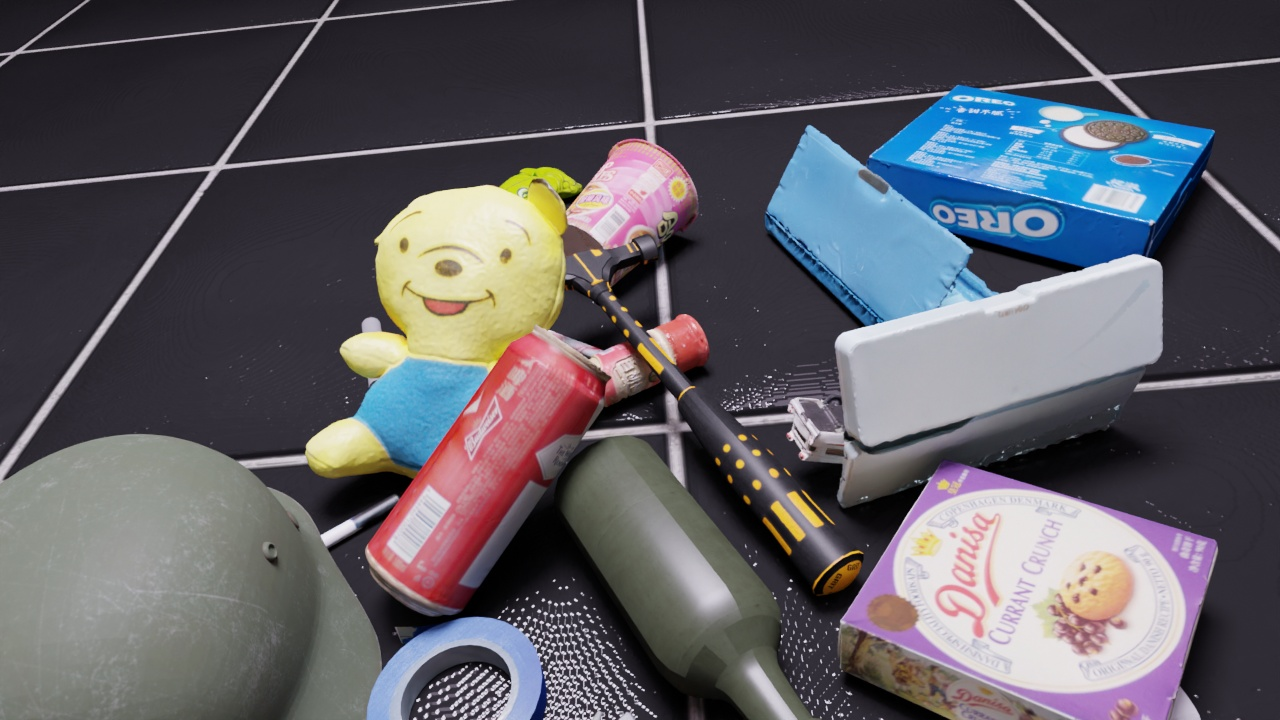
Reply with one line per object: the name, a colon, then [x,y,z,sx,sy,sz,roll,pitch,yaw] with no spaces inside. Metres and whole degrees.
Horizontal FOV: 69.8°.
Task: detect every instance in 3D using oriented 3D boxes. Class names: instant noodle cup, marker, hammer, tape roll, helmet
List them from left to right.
helmet: [-0.265,0.131,0.465,0.227,0.154,0.267,-11,39,-4]
marker: [-0.220,0.126,0.579,0.151,0.011,0.011,-30,44,-26]
marker: [-0.205,0.009,0.715,0.016,0.016,0.140,-15,40,-10]
tape roll: [-0.097,0.181,0.487,0.091,0.016,0.092,-4,39,4]
marker: [-0.067,-0.017,0.729,0.142,0.013,0.012,21,46,30]
instant noodle cup: [-0.020,-0.121,0.792,0.098,0.098,0.108,21,54,30]
hammer: [0.029,0.025,0.603,0.123,0.036,0.320,-25,52,-18]

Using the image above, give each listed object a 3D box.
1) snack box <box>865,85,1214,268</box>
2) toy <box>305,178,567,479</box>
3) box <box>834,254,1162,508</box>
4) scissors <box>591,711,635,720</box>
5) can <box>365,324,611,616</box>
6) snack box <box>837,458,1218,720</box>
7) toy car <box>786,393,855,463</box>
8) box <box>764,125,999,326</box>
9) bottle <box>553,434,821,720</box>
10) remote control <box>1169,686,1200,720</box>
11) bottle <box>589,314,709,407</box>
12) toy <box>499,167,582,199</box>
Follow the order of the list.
snack box: [0.348,-0.168,0.811,0.239,0.056,0.195,22,45,32]
toy: [-0.126,-0.017,0.618,0.149,0.084,0.214,9,84,7]
box: [0.211,0.018,0.543,0.197,0.136,0.049,-14,37,-8]
scissors: [-0.008,0.231,0.411,0.153,0.019,0.127,27,48,37]
can: [-0.087,0.063,0.533,0.067,0.067,0.170,32,86,38]
snack box: [0.199,0.127,0.474,0.148,0.041,0.143,16,40,32]
toy car: [0.147,0.049,0.589,0.113,0.039,0.039,8,33,-25]
box: [0.187,-0.102,0.723,0.094,0.102,0.231,-18,40,-12]
bottle: [0.025,0.125,0.494,0.071,0.071,0.207,-23,42,-18]
remote control: [0.204,0.179,0.446,0.131,0.012,0.033,-11,39,-6]
bottle: [-0.004,0.004,0.670,0.109,0.044,0.044,-24,42,-20]
toy: [-0.101,-0.165,0.900,0.093,0.036,0.094,-19,39,-25]
